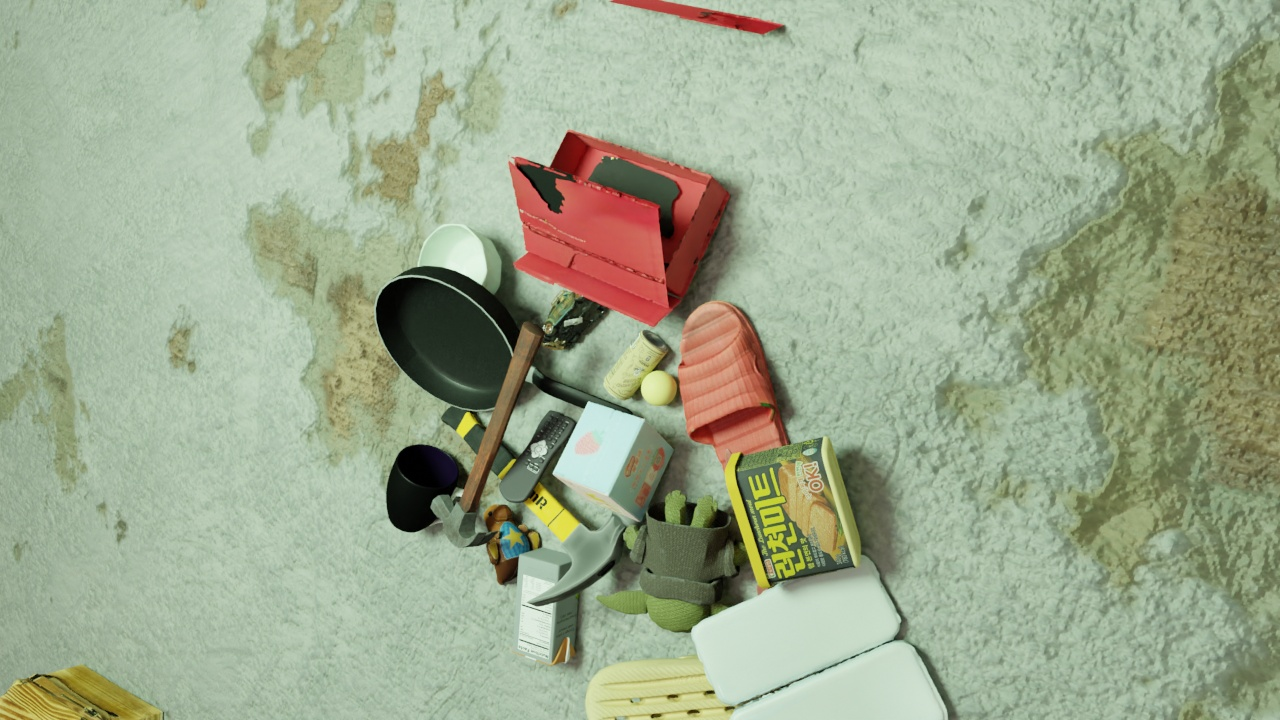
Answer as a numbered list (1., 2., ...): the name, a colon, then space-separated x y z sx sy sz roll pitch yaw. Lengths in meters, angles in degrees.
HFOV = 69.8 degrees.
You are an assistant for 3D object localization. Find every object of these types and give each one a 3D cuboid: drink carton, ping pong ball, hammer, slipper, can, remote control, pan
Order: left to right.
1. hammer: -0.173 0.092 1.077 0.111 0.028 0.301 44 120 41
2. pan: -0.164 -0.001 1.114 0.356 0.043 0.205 20 135 15
3. hammer: -0.147 0.155 1.123 0.169 0.034 0.324 -48 58 -4
4. remote control: -0.126 0.116 1.109 0.046 0.009 0.124 23 72 31
5. drink carton: -0.115 0.299 1.119 0.076 0.048 0.125 7 95 32
6. can: -0.006 0.006 1.051 0.038 0.038 0.080 47 114 22
7. ping pong ball: 0.021 0.031 1.034 0.040 0.040 0.040 1 91 32
8. slipper: 0.074 0.372 0.991 0.262 0.079 0.111 -9 79 12
9. slipper: 0.097 0.057 0.978 0.104 0.059 0.248 -23 81 30
10. can: 0.154 0.149 0.913 0.101 0.072 0.131 -15 99 17

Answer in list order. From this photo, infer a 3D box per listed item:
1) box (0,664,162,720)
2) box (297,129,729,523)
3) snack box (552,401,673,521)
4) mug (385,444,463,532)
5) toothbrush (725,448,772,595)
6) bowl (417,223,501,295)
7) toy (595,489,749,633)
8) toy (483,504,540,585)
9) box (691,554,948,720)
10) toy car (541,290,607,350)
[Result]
1. box: -1.018 0.684 1.573 0.280 0.263 0.269 9 94 33
2. box: -0.113 -0.050 0.972 0.215 0.138 0.466 26 71 29
3. snack box: -0.029 0.112 1.017 0.079 0.095 0.093 16 72 30
4. mug: -0.278 0.182 1.209 0.119 0.084 0.100 26 121 -2
5. toothbrush: 0.116 0.180 0.969 0.015 0.015 0.184 -12 98 28
6. bowl: -0.222 -0.114 1.169 0.118 0.061 0.117 1 92 31
7. toy: 0.048 0.220 0.998 0.179 0.078 0.153 7 101 9
8. toy: -0.177 0.234 1.167 0.090 0.070 0.103 61 142 30
9. box: 0.174 0.314 0.918 0.209 0.037 0.190 -25 78 10
10. toy car: -0.081 -0.061 1.091 0.112 0.047 0.047 -45 50 29
